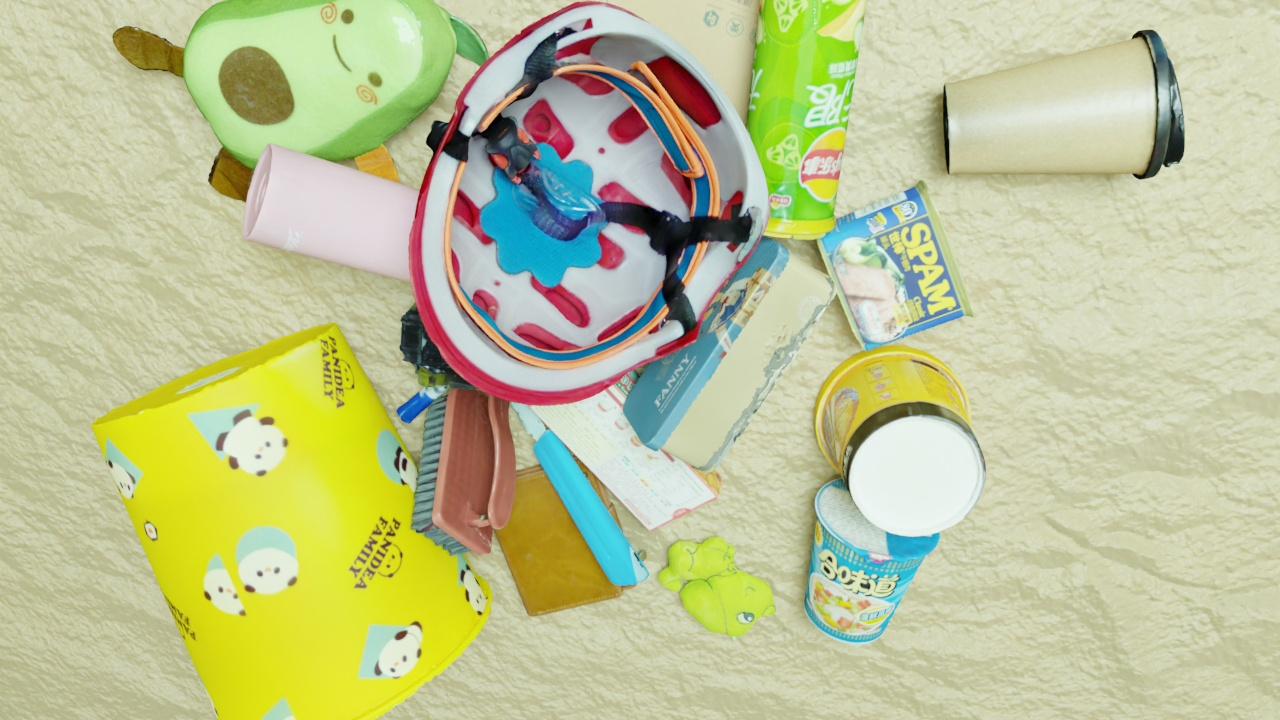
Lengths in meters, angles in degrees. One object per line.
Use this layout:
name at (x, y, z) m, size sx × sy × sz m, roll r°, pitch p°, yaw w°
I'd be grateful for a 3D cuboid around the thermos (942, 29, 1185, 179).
thermos at (0.274, -0.159, 0.599) m, size 0.143 × 0.092 × 0.093 m, roll -4°, pitch 112°, yaw 16°

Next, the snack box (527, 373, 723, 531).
snack box at (-0.011, 0.067, 0.741) m, size 0.077 × 0.027 × 0.156 m, roll -32°, pitch 109°, yaw 30°

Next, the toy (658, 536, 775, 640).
toy at (0.066, 0.198, 0.798) m, size 0.097 × 0.031 × 0.100 m, roll -8°, pitch 107°, yaw 9°

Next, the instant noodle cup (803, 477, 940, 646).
instant noodle cup at (0.177, 0.167, 0.744) m, size 0.099 × 0.099 × 0.110 m, roll 10°, pitch 121°, yaw 2°

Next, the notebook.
notebook at (0.034, -0.192, 0.651) m, size 0.148 × 0.008 × 0.208 m, roll 19°, pitch 113°, yaw -2°

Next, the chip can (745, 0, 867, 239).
chip can at (0.107, -0.194, 0.598) m, size 0.072 × 0.072 × 0.221 m, roll 6°, pitch 113°, yaw 4°

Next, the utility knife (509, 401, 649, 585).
utility knife at (-0.063, 0.090, 0.751) m, size 0.034 × 0.018 × 0.218 m, roll -32°, pitch 90°, yaw 30°

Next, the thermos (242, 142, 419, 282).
thermos at (-0.173, -0.086, 0.649) m, size 0.198 × 0.067 × 0.087 m, roll 13°, pitch 153°, yaw -35°

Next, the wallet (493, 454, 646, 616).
wallet at (-0.064, 0.150, 0.788) m, size 0.119 × 0.035 × 0.131 m, roll -16°, pitch 103°, yaw 7°

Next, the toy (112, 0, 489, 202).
toy at (-0.234, -0.197, 0.636) m, size 0.247 × 0.089 × 0.227 m, roll -16°, pitch 119°, yaw 16°

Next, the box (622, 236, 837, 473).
box at (0.058, -0.003, 0.663) m, size 0.061 × 0.090 × 0.184 m, roll 33°, pitch 96°, yaw -22°

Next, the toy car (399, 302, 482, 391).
toy car at (-0.112, -0.008, 0.704) m, size 0.158 × 0.042 × 0.070 m, roll 11°, pitch 107°, yaw 12°

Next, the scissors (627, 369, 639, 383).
scissors at (-0.011, 0.008, 0.735) m, size 0.143 × 0.019 × 0.180 m, roll 3°, pitch 115°, yaw 4°

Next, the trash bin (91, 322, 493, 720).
trash bin at (-0.267, 0.122, 0.708) m, size 0.230 × 0.229 × 0.255 m, roll -17°, pitch 104°, yaw 13°

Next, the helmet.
helmet at (-0.049, -0.095, 0.602) m, size 0.207 × 0.144 × 0.240 m, roll 40°, pitch 87°, yaw -22°

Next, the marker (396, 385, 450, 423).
marker at (-0.145, 0.004, 0.748) m, size 0.146 × 0.016 × 0.017 m, roll -38°, pitch 104°, yaw 19°

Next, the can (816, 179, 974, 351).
can at (0.182, -0.065, 0.662) m, size 0.083 × 0.057 × 0.102 m, roll -21°, pitch 108°, yaw 17°

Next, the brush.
brush at (-0.129, 0.074, 0.709) m, size 0.069 × 0.145 × 0.063 m, roll -21°, pitch 137°, yaw 19°

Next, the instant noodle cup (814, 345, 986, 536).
instant noodle cup at (0.194, 0.062, 0.679) m, size 0.118 × 0.114 × 0.118 m, roll 1°, pitch 109°, yaw 4°
